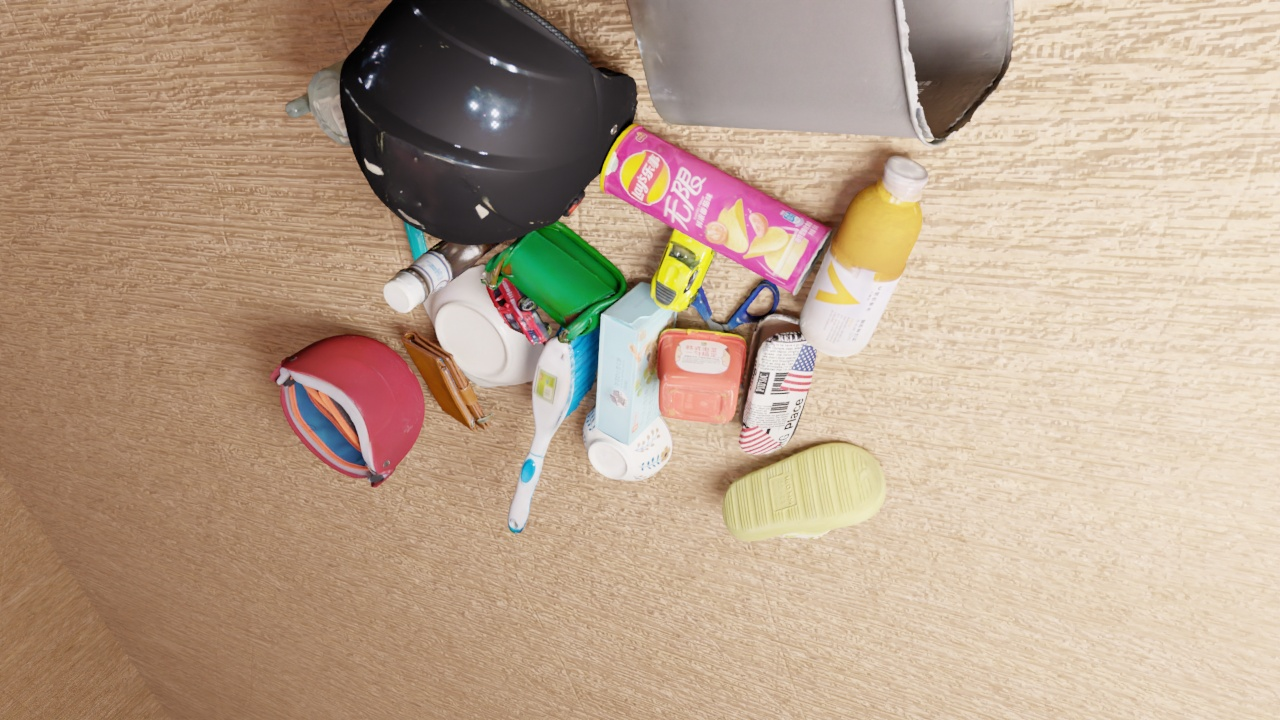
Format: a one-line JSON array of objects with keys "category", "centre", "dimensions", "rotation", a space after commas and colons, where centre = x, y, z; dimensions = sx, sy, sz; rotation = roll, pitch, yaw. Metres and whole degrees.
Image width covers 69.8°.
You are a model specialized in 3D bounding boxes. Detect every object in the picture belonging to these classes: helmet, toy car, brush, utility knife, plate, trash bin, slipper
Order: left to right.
[{"category": "helmet", "centre": [-0.385, 0.057, 1.254], "dimensions": [0.207, 0.143, 0.241], "rotation": [49, 149, -6]}, {"category": "utility knife", "centre": [-0.273, -0.190, 1.078], "dimensions": [0.029, 0.013, 0.222], "rotation": [8, 123, 26]}, {"category": "helmet", "centre": [-0.153, -0.217, 0.844], "dimensions": [0.233, 0.229, 0.275], "rotation": [35, 155, 9]}, {"category": "plate", "centre": [-0.200, -0.031, 1.136], "dimensions": [0.164, 0.034, 0.164], "rotation": [-11, 116, 39]}, {"category": "toy car", "centre": [-0.138, -0.061, 1.024], "dimensions": [0.120, 0.045, 0.053], "rotation": [52, 173, 45]}, {"category": "brush", "centre": [-0.111, 0.079, 1.107], "dimensions": [0.060, 0.109, 0.315], "rotation": [26, 133, 12]}, {"category": "toy car", "centre": [0.043, -0.098, 0.907], "dimensions": [0.048, 0.032, 0.105], "rotation": [31, 112, 16]}, {"category": "slipper", "centre": [0.181, 0.149, 0.996], "dimensions": [0.191, 0.091, 0.081], "rotation": [-19, 150, 32]}, {"category": "trash bin", "centre": [0.123, -0.261, 0.646], "dimensions": [0.220, 0.198, 0.199], "rotation": [6, 126, 38]}]

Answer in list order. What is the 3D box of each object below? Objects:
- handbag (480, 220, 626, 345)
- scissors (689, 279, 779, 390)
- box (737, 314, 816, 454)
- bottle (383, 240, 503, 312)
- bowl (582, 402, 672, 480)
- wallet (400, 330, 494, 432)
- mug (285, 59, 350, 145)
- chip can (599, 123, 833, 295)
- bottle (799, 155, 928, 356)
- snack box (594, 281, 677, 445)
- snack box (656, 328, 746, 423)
[{"category": "handbag", "centre": [-0.091, -0.080, 0.967], "dimensions": [0.131, 0.119, 0.068], "rotation": [41, 130, 3]}, {"category": "scissors", "centre": [0.083, -0.042, 0.955], "dimensions": [0.163, 0.012, 0.176], "rotation": [-22, 110, 43]}, {"category": "box", "centre": [0.138, 0.035, 0.928], "dimensions": [0.075, 0.081, 0.164], "rotation": [13, 129, 6]}, {"category": "bottle", "centre": [-0.190, -0.112, 0.954], "dimensions": [0.080, 0.194, 0.044], "rotation": [-21, 109, 42]}, {"category": "bowl", "centre": [-0.024, 0.103, 1.101], "dimensions": [0.113, 0.062, 0.114], "rotation": [18, 132, 21]}, {"category": "wallet", "centre": [-0.248, 0.031, 1.183], "dimensions": [0.119, 0.035, 0.131], "rotation": [22, 145, 39]}, {"category": "mug", "centre": [-0.297, -0.279, 0.963], "dimensions": [0.124, 0.103, 0.084], "rotation": [5, 124, 28]}, {"category": "chip can", "centre": [0.069, -0.140, 0.848], "dimensions": [0.210, 0.071, 0.072], "rotation": [30, 134, 10]}, {"category": "bottle", "centre": [0.197, -0.088, 0.803], "dimensions": [0.068, 0.067, 0.190], "rotation": [28, 133, 13]}, {"category": "snack box", "centre": [-0.006, 0.006, 0.997], "dimensions": [0.052, 0.074, 0.175], "rotation": [27, 136, 22]}, {"category": "snack box", "centre": [0.060, 0.016, 0.936], "dimensions": [0.091, 0.080, 0.082], "rotation": [6, 132, 4]}]
